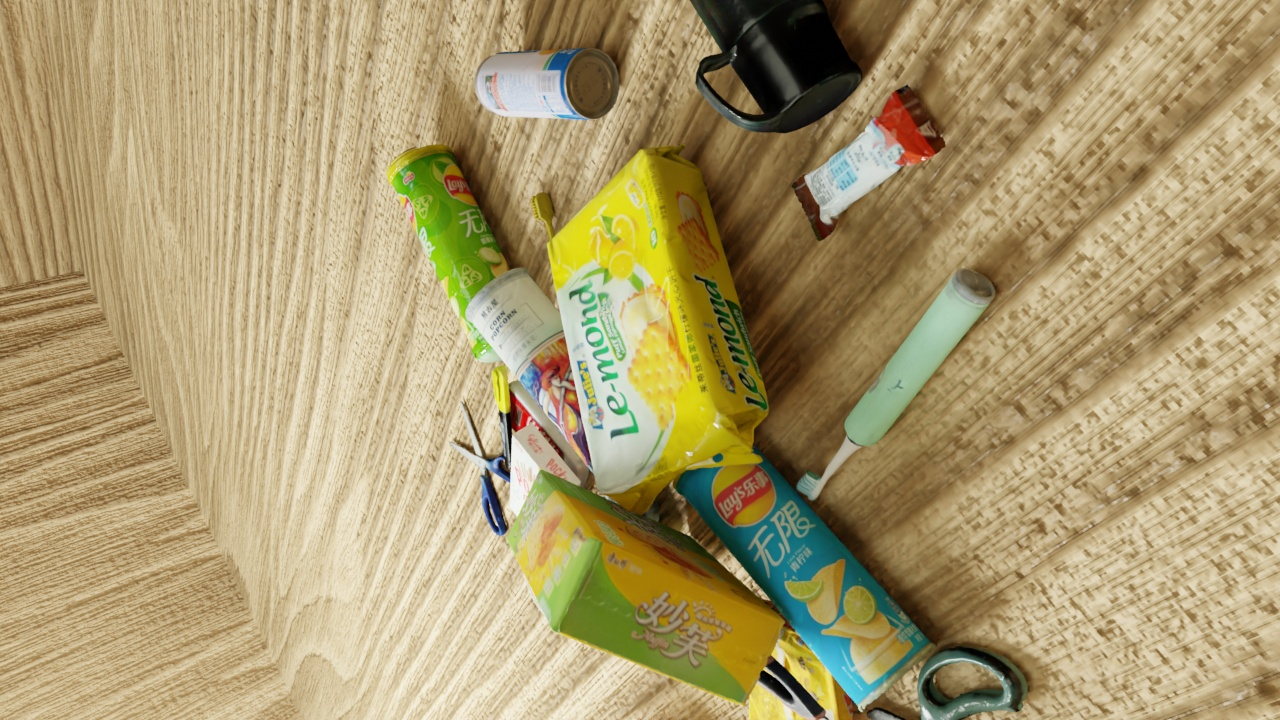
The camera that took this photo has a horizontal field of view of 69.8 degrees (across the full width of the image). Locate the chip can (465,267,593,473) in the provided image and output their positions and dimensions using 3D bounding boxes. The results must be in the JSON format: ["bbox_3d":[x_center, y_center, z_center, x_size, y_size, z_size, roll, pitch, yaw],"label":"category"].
[{"bbox_3d":[-0.063,0.020,0.812,0.214,0.071,0.071,50,141,11],"label":"chip can"}]

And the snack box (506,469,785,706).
[{"bbox_3d":[-0.007,0.166,0.707,0.070,0.157,0.210,-63,18,-1],"label":"snack box"}]

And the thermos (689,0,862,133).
[{"bbox_3d":[0.038,-0.251,0.554,0.242,0.090,0.068,62,165,10],"label":"thermos"}]

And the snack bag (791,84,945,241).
[{"bbox_3d":[0.133,-0.116,0.553,0.104,0.026,0.048,-43,67,53],"label":"snack bag"}]

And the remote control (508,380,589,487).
[{"bbox_3d":[-0.101,0.080,0.955,0.136,0.020,0.056,47,138,27],"label":"remote control"}]

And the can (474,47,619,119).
[{"bbox_3d":[-0.079,-0.224,0.745,0.135,0.053,0.053,19,121,46],"label":"can"}]

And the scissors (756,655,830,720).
[{"bbox_3d":[0.130,0.272,0.671,0.189,0.015,0.227,53,149,14],"label":"scissors"}]

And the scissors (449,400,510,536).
[{"bbox_3d":[-0.182,0.128,1.090,0.163,0.012,0.173,-11,97,54],"label":"scissors"}]

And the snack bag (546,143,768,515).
[{"bbox_3d":[0.011,-0.023,0.677,0.158,0.068,0.246,-34,63,49],"label":"snack bag"}]

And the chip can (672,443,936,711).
[{"bbox_3d":[0.115,0.146,0.671,0.210,0.071,0.071,48,139,24],"label":"chip can"}]

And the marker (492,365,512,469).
[{"bbox_3d":[-0.144,0.062,0.972,0.018,0.015,0.124,34,133,48],"label":"marker"}]

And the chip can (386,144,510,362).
[{"bbox_3d":[-0.174,-0.105,0.911,0.073,0.072,0.221,-37,78,53],"label":"chip can"}]

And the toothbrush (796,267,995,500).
[{"bbox_3d":[0.157,0.027,0.595,0.027,0.026,0.225,33,136,9],"label":"toothbrush"}]

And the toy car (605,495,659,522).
[{"bbox_3d":[-0.001,0.141,0.842,0.034,0.042,0.090,-21,85,20],"label":"toy car"}]

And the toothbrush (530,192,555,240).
[{"bbox_3d":[-0.070,-0.061,0.848,0.017,0.015,0.190,1,108,56],"label":"toothbrush"}]

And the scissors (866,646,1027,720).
[{"bbox_3d":[0.236,0.281,0.629,0.181,0.019,0.171,49,138,23],"label":"scissors"}]

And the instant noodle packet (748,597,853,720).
[{"bbox_3d":[0.125,0.259,0.737,0.111,0.044,0.128,11,118,47],"label":"instant noodle packet"}]

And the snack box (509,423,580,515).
[{"bbox_3d":[-0.101,0.140,0.953,0.084,0.026,0.157,47,151,23],"label":"snack box"}]

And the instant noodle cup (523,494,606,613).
[{"bbox_3d":[-0.052,0.198,0.886,0.112,0.099,0.112,25,124,42],"label":"instant noodle cup"}]
